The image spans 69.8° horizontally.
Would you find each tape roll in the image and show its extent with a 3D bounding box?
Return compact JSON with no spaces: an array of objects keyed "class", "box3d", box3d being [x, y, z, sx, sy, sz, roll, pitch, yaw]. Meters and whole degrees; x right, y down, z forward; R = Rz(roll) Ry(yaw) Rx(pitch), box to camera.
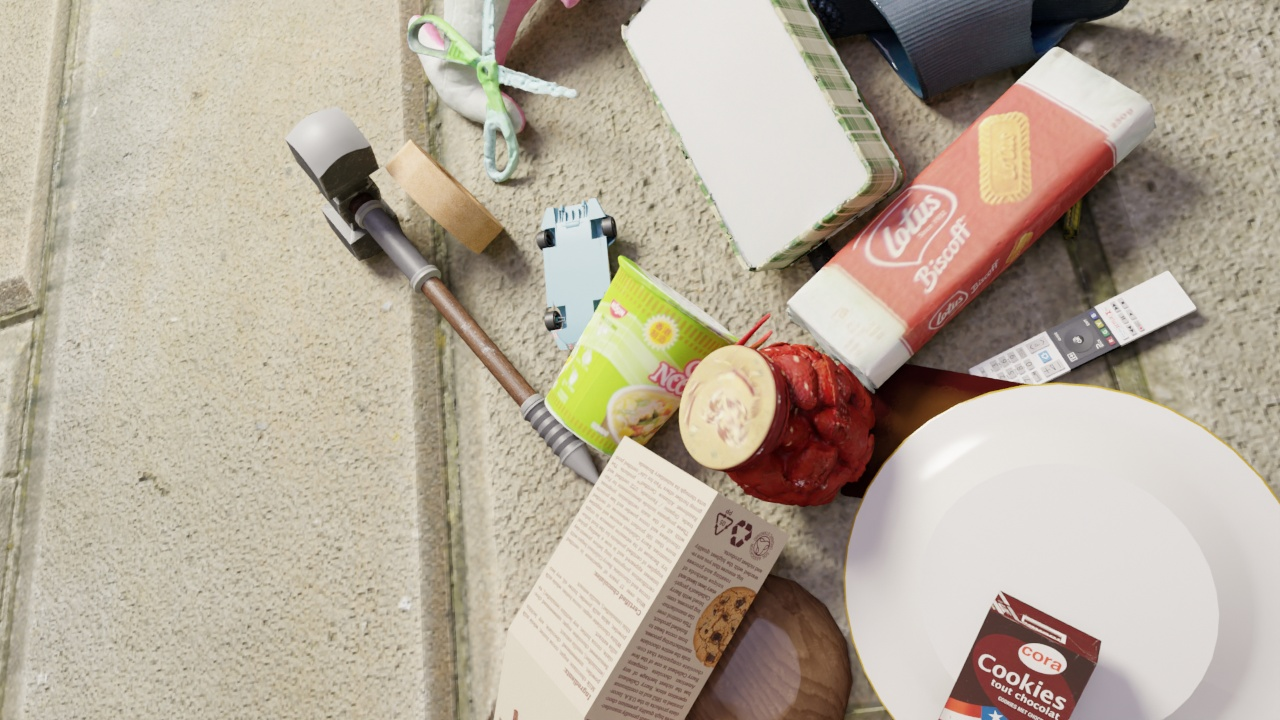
[{"class":"tape roll","box3d":[-0.146,-0.122,0.688,0.027,0.094,0.094,-46,63,2]}]

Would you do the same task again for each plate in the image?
[{"class":"plate","box3d":[0.222,0.125,0.485,0.230,0.021,0.229,-3,81,23]}]

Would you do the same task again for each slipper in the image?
[{"class":"slipper","box3d":[0.168,-0.218,0.593,0.264,0.101,0.082,6,75,27]}]

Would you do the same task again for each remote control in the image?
[{"class":"remote control","box3d":[0.257,-0.011,0.539,0.124,0.012,0.028,-28,65,11]}]

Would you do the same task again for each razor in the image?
[{"class":"razor","box3d":[0.220,-0.101,0.578,0.106,0.026,0.042,6,78,27]}]

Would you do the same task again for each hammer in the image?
[{"class":"hammer","box3d":[-0.131,-0.031,0.658,0.043,0.156,0.322,-38,76,-16]}]

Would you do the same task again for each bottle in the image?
[{"class":"bottle","box3d":[0.081,0.032,0.537,0.099,0.111,0.098,-20,62,44]}]

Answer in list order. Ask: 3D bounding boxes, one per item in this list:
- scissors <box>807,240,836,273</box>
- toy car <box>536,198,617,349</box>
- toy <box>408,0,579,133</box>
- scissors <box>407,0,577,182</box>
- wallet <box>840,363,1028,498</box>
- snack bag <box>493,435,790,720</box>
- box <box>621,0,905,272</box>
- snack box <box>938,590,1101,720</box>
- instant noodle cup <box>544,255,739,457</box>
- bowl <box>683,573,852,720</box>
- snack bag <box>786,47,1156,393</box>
[{"class":"scissors","box3d":[0.092,-0.109,0.638,0.133,0.012,0.169,-1,78,21]},{"class":"toy car","box3d":[-0.041,-0.060,0.664,0.060,0.027,0.107,-9,80,19]},{"class":"toy","box3d":[-0.085,-0.311,0.707,0.186,0.127,0.266,45,125,24]},{"class":"scissors","box3d":[-0.113,-0.217,0.689,0.171,0.021,0.172,28,125,29]},{"class":"wallet","box3d":[0.183,0.048,0.540,0.116,0.018,0.091,12,88,27]},{"class":"snack bag","box3d":[-0.015,0.162,0.540,0.094,0.070,0.206,26,83,54]},{"class":"box","box3d":[0.074,-0.169,0.593,0.118,0.050,0.205,-39,72,42]},{"class":"snack box","box3d":[0.177,0.194,0.466,0.051,0.031,0.141,25,107,26]},{"class":"instant noodle cup","box3d":[-0.004,0.003,0.598,0.099,0.099,0.108,39,98,27]},{"class":"bowl","box3d":[0.064,0.184,0.544,0.118,0.030,0.117,-7,71,20]},{"class":"snack bag","box3d":[0.192,-0.084,0.549,0.225,0.041,0.077,-43,56,4]}]
